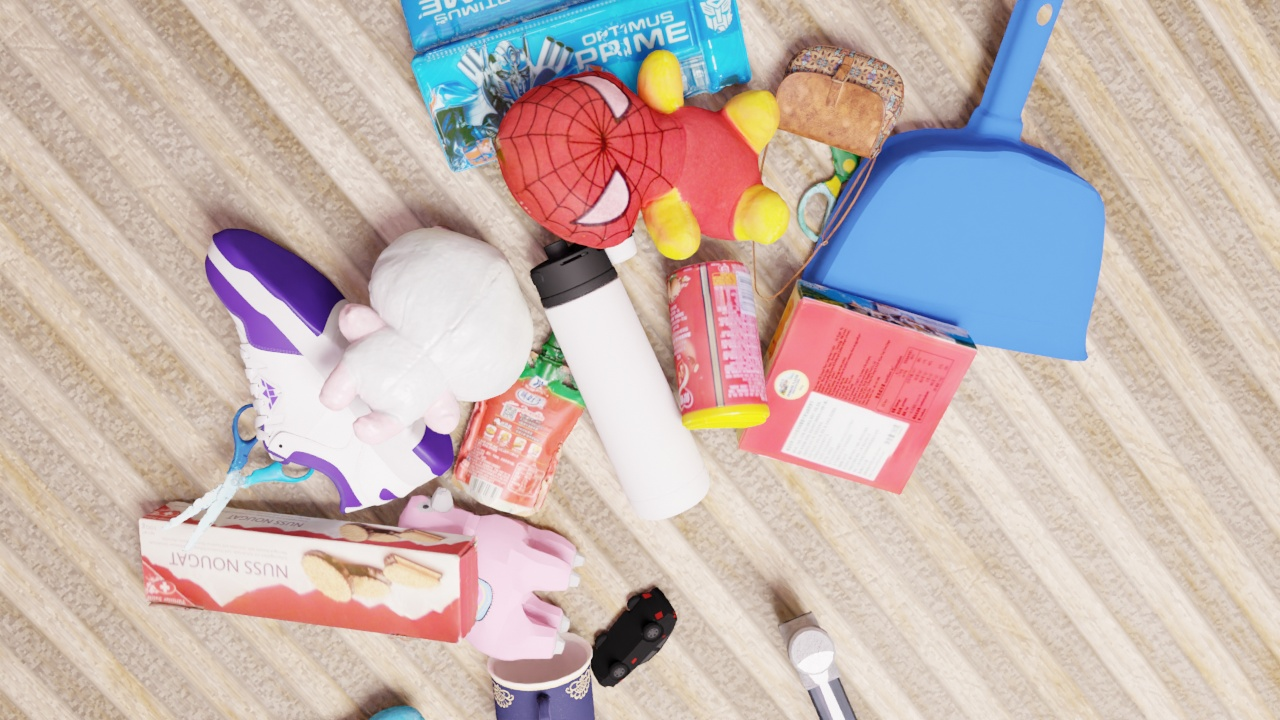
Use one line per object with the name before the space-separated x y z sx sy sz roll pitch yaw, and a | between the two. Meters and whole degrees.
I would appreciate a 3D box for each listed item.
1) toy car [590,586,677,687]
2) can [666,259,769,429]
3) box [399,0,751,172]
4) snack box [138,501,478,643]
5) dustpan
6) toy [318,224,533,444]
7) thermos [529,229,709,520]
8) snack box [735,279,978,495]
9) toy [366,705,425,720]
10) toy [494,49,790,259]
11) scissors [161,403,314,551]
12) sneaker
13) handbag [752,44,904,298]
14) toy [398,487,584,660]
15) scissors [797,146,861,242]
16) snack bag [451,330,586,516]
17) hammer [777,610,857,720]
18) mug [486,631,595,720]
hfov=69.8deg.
toy car | -0.004 0.237 0.776 0.036 0.042 0.092 36 97 -33
can | 0.059 -0.011 0.706 0.066 0.067 0.124 -6 79 -2
box | -0.054 -0.258 0.686 0.243 0.060 0.175 -17 99 0
snack box | -0.261 0.165 0.717 0.273 0.044 0.077 4 103 11
dustpan | 0.270 -0.143 0.703 0.245 0.059 0.258 9 116 -6
toy | -0.155 -0.015 0.674 0.139 0.102 0.179 48 60 -14
thermos | -0.004 0.004 0.728 0.101 0.069 0.230 -29 102 -24
snack box | 0.166 0.024 0.728 0.145 0.040 0.143 16 119 -5
toy | -0.222 0.397 0.762 0.223 0.099 0.191 -24 94 -13
toy | 0.000 -0.141 0.661 0.216 0.099 0.147 0 74 -21
scissors | -0.324 0.088 0.713 0.134 0.016 0.083 -41 101 -38
sneaker | -0.261 0.018 0.709 0.111 0.091 0.244 -36 102 9
handbag | 0.126 -0.141 0.701 0.093 0.043 0.196 24 95 20
toy | -0.128 0.174 0.748 0.157 0.067 0.123 15 100 0
scissors | 0.157 -0.154 0.736 0.108 0.012 0.131 -25 100 1
snack bag | -0.093 0.045 0.744 0.087 0.044 0.155 22 93 -3
hammer | 0.186 0.351 0.724 0.035 0.139 0.312 -23 81 1
mug | -0.077 0.287 0.745 0.085 0.112 0.089 -6 102 -7
